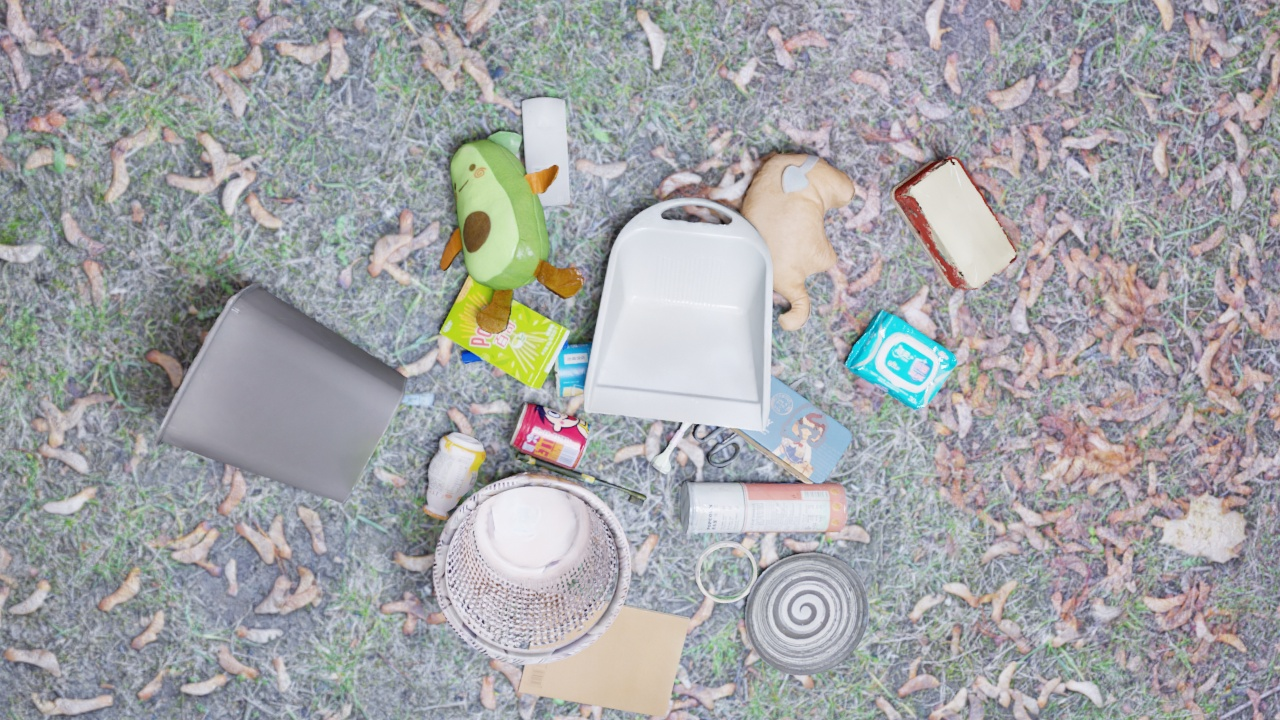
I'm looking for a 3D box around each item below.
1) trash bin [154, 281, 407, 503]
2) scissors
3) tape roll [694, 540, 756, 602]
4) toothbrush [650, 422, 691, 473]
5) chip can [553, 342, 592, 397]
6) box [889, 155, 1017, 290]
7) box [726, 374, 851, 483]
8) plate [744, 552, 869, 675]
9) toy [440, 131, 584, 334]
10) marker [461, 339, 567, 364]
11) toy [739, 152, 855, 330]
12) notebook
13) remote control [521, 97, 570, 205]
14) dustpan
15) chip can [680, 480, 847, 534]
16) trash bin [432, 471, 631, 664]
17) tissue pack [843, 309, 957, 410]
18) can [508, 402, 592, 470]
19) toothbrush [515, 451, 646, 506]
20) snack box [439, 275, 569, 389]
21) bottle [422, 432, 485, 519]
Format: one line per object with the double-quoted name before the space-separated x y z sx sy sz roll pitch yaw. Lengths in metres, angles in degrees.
"trash bin" -0.415 0.047 1.095 0.219 0.199 0.198 30 94 -16
"scissors" 0.157 0.085 1.252 0.172 0.014 0.146 4 95 -10
"tape roll" 0.118 0.292 1.269 0.086 0.014 0.086 -1 97 -6
"toothbrush" 0.075 0.067 1.236 0.029 0.020 0.189 33 91 23
"chip can" -0.007 0.007 1.192 0.210 0.071 0.071 -4 97 -6
"box" 0.416 -0.179 1.215 0.091 0.080 0.168 -36 99 -2
"box" 0.181 0.082 1.211 0.184 0.061 0.089 34 80 -2
"plate" 0.232 0.353 1.286 0.179 0.024 0.179 -1 97 -5
"toy" -0.171 -0.164 1.118 0.228 0.089 0.246 -29 74 29
"marker" -0.161 -0.012 1.169 0.146 0.016 0.017 -7 98 20
"toy" 0.190 -0.156 1.191 0.143 0.082 0.226 13 98 6
"notebook" -0.050 0.406 1.265 0.211 0.012 0.149 13 96 -8
"remote control" -0.121 -0.266 1.171 0.056 0.019 0.135 -4 97 -6
"dustpan" 0.055 -0.068 1.118 0.223 0.257 0.143 6 136 2
"chip can" 0.165 0.198 1.235 0.214 0.071 0.071 1 96 -7
"trash bin" -0.134 0.231 1.141 0.227 0.192 0.227 -1 97 -7
"tissue pack" 0.350 0.000 1.243 0.133 0.050 0.093 30 93 -9
"can" -0.117 0.097 1.192 0.094 0.066 0.066 21 94 -9
"toothbrush" -0.079 0.160 1.232 0.186 0.012 0.017 20 105 -9
"snack box" -0.172 -0.036 1.152 0.156 0.026 0.086 29 92 22
"bottle" -0.244 0.150 1.184 0.063 0.063 0.108 23 93 -9
